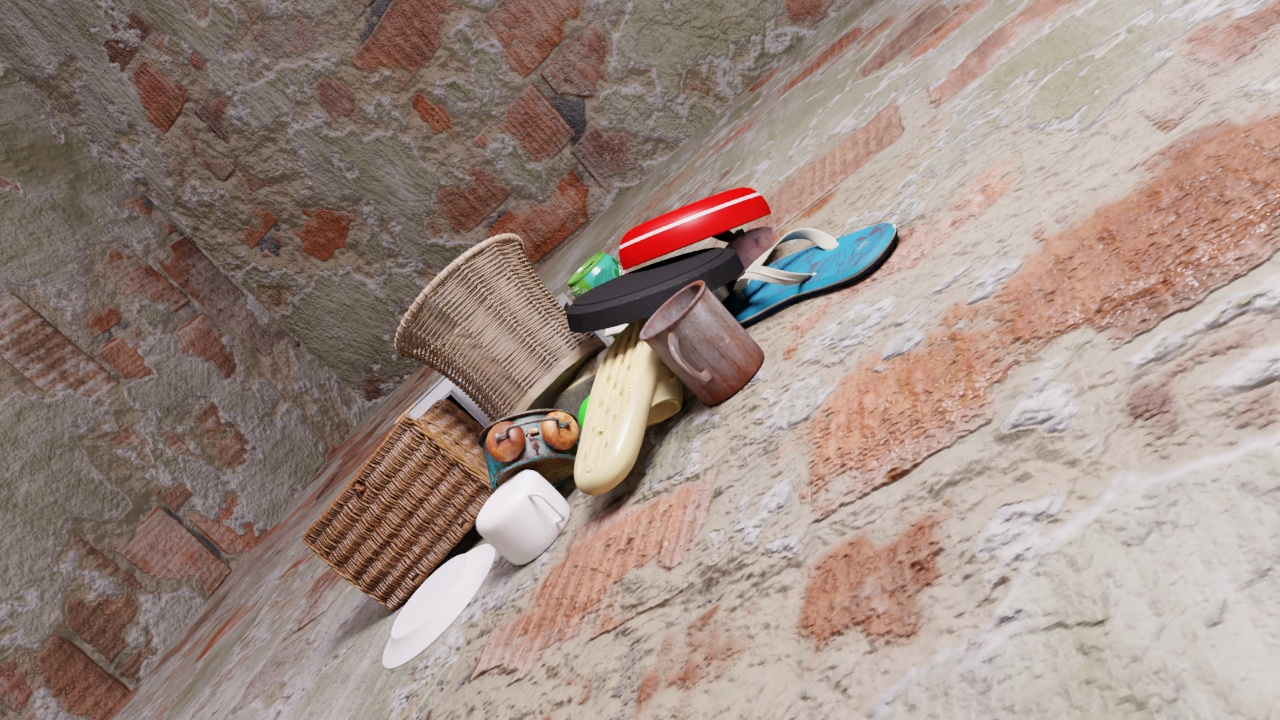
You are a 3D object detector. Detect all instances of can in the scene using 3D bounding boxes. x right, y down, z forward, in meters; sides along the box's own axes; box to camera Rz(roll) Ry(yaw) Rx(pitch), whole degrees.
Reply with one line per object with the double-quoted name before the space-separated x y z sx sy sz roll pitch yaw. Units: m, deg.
"can" -0.035 -0.088 1.379 0.083 0.144 0.083 -40 14 12

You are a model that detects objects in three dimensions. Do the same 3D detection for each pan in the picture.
"pan" 0.024 -0.106 1.182 0.226 0.034 0.355 -17 13 13
"pan" 0.094 -0.187 1.286 0.209 0.067 0.355 -19 6 22

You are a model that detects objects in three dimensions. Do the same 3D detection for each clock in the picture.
"clock" -0.129 0.096 1.084 0.121 0.073 0.158 -10 -26 -12

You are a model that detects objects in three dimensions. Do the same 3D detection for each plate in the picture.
"plate" -0.253 0.293 1.126 0.189 0.016 0.188 -40 14 12

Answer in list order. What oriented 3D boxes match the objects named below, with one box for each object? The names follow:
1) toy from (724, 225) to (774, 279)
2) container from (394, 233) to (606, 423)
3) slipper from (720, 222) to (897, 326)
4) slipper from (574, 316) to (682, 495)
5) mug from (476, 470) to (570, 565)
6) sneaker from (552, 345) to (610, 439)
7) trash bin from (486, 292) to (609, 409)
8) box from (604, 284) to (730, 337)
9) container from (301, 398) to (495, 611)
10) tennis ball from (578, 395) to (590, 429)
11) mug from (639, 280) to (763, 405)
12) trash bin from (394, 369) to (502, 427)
"toy" 0.146 -0.149 1.255 0.093 0.050 0.102 -40 9 9
"container" -0.178 -0.023 1.238 0.226 0.196 0.227 -44 -8 -8
"slipper" 0.172 -0.109 1.053 0.118 0.060 0.296 -47 14 -28
"slipper" -0.005 0.053 1.026 0.112 0.079 0.260 -27 32 37
"mug" -0.127 0.172 1.025 0.116 0.068 0.094 -26 22 49
"sneaker" -0.007 0.007 1.177 0.242 0.089 0.102 -39 2 18
"trash bin" -0.145 0.003 1.476 0.115 0.114 0.228 -38 15 20
"box" 0.034 -0.075 1.256 0.186 0.066 0.145 -13 18 3
"container" -0.308 0.182 1.278 0.250 0.162 0.183 -48 7 16
"tennis ball" -0.041 0.068 1.102 0.065 0.065 0.065 -40 14 12
"mug" 0.063 -0.010 0.963 0.096 0.110 0.122 -41 14 30
"trash bin" -0.310 0.127 1.509 0.142 0.142 0.247 -43 14 0
